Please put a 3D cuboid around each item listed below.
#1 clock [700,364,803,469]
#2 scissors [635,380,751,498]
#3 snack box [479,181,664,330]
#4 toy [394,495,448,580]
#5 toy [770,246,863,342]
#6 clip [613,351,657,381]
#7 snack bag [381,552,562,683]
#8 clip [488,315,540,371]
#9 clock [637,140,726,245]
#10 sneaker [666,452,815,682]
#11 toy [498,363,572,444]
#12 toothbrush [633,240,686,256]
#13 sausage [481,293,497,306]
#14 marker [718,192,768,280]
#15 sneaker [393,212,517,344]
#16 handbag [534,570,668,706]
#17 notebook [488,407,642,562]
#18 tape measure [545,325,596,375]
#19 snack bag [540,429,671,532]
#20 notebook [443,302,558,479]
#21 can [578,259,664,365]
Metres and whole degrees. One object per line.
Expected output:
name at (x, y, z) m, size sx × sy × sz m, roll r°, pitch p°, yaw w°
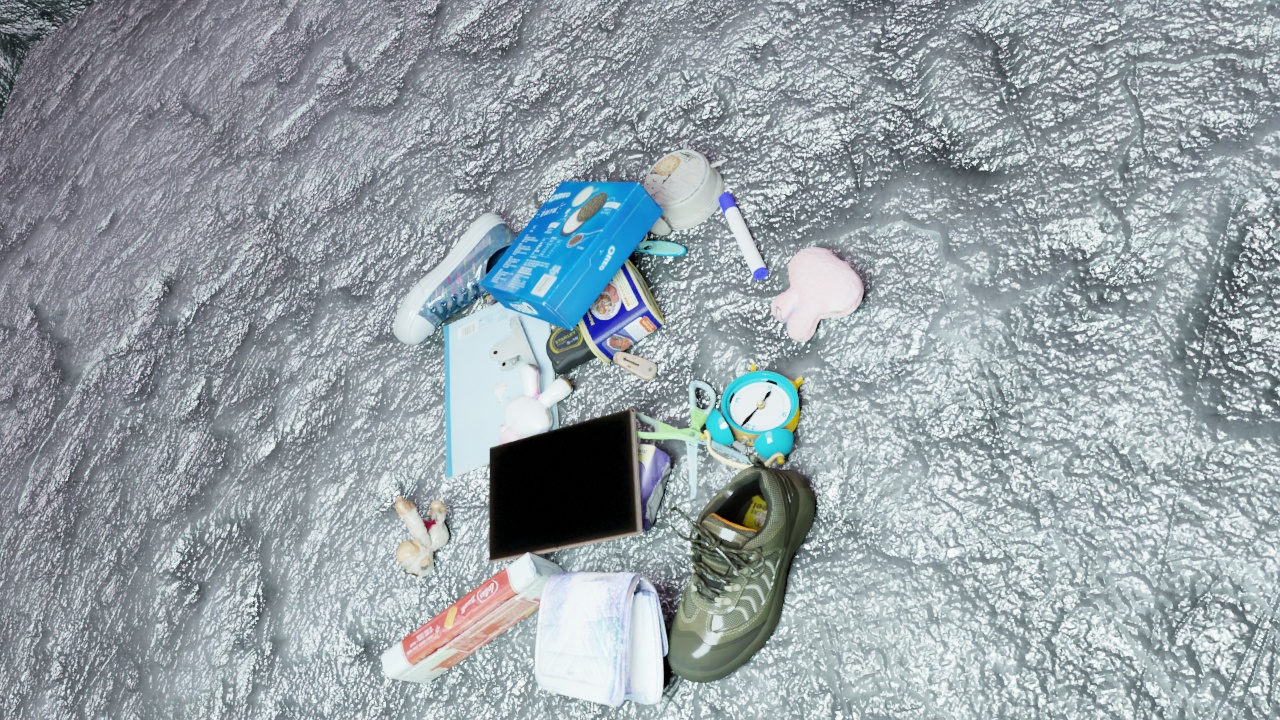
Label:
clock at (0.127, 0.063, 1.009) m, size 0.099 × 0.044 × 0.129 m, roll 16°, pitch 59°, yaw 24°
scissors at (0.060, 0.082, 1.034) m, size 0.171 × 0.023 × 0.171 m, roll 21°, pitch 42°, yaw 12°
snack box at (-0.098, -0.147, 1.213) m, size 0.195 × 0.056 × 0.239 m, roll -53°, pitch 29°, yaw -10°
toy at (-0.286, 0.227, 1.176) m, size 0.085 × 0.074 × 0.106 m, roll -11°, pitch 76°, yaw 63°
toy at (0.198, -0.075, 1.050) m, size 0.105 × 0.053 × 0.108 m, roll -48°, pitch 49°, yaw 14°
clip at (-0.007, 0.008, 1.150) m, size 0.026 × 0.059 × 0.052 m, roll -64°, pitch 12°, yaw -15°
snack bag at (-0.191, 0.300, 1.060) m, size 0.225 × 0.077 × 0.041 m, roll -37°, pitch 53°, yaw 9°
clip at (-0.173, -0.009, 1.254) m, size 0.055 × 0.045 × 0.101 m, roll -30°, pitch 52°, yaw 5°
clock at (0.040, -0.217, 1.218) m, size 0.157 × 0.061 × 0.103 m, roll -50°, pitch 50°, yaw -4°
sneaker at (0.086, 0.200, 0.902) m, size 0.101 × 0.143 × 0.237 m, roll 19°, pitch 76°, yaw 37°
toy at (-0.143, 0.066, 1.179) m, size 0.079 × 0.038 × 0.122 m, roll 25°, pitch 79°, yaw 25°
toothbrush at (0.003, -0.152, 1.234) m, size 0.135 × 0.017 × 0.022 m, roll 8°, pitch 65°, yaw 35°
sausage at (-0.175, -0.133, 1.326) m, size 0.155 × 0.020 × 0.020 m, roll -49°, pitch 50°, yaw -7°
marker at (0.128, -0.158, 1.158) m, size 0.020 × 0.020 × 0.141 m, roll -30°, pitch 52°, yaw 15°
sneaker at (-0.261, -0.107, 1.346) m, size 0.079 × 0.087 × 0.235 m, roll 36°, pitch 82°, yaw 19°
handbag at (-0.040, 0.283, 0.950) m, size 0.159 × 0.069 × 0.126 m, roll -14°, pitch 69°, yaw 52°
notebook at (-0.092, 0.145, 1.050) m, size 0.210 × 0.008 × 0.141 m, roll -17°, pitch 64°, yaw 29°
tape measure at (-0.092, -0.016, 1.206) m, size 0.062 × 0.034 × 0.061 m, roll -26°, pitch 57°, yaw 3°
snack bag at (-0.059, 0.142, 1.082) m, size 0.206 × 0.058 × 0.096 m, roll 5°, pitch 64°, yaw 37°
notebook at (-0.197, 0.023, 1.265) m, size 0.181 × 0.009 × 0.253 m, roll -21°, pitch 55°, yaw 20°
can at (-0.032, -0.067, 1.183) m, size 0.092 × 0.056 × 0.116 m, roll -33°, pitch 51°, yaw 10°
